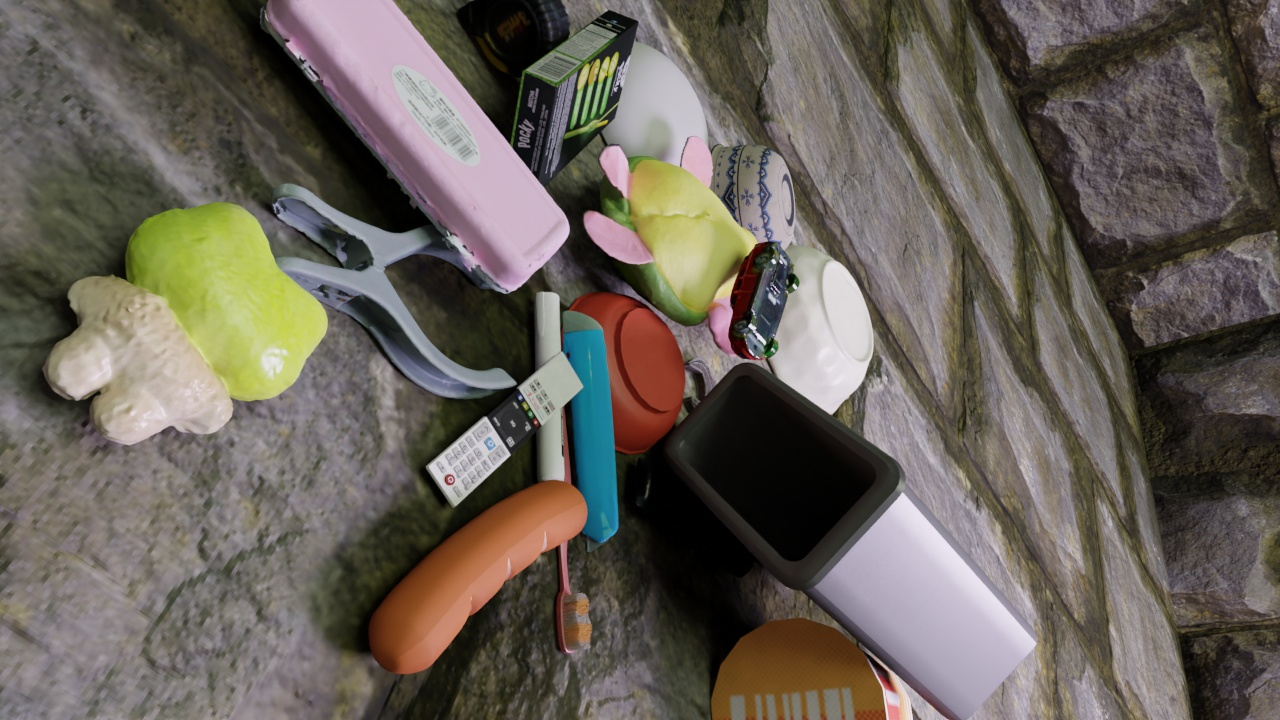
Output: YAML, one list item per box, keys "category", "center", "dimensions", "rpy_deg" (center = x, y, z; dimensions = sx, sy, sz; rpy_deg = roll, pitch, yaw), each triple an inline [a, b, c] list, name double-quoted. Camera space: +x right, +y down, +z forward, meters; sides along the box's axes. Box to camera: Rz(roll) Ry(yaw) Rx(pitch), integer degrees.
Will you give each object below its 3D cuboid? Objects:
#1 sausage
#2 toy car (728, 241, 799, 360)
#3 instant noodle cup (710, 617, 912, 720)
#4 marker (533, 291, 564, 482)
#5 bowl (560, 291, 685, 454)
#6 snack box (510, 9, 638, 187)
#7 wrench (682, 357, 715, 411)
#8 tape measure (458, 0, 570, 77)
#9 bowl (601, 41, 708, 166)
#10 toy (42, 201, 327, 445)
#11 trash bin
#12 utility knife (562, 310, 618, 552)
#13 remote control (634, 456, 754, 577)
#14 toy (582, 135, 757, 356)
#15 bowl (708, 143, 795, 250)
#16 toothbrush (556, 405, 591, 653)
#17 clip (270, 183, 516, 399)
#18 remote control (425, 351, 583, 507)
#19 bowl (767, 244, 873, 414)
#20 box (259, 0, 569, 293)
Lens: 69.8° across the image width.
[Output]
- category: "sausage"
  center: [-0.082, 0.107, 0.490]
  dimensions: [0.163, 0.039, 0.044]
  rpy_deg: [-34, 99, -56]
- category: "toy car"
  center: [0.086, -0.043, 0.669]
  dimensions: [0.042, 0.036, 0.091]
  rpy_deg: [40, 56, -42]
- category: "instant noodle cup"
  center: [0.134, 0.256, 0.663]
  dimensions: [0.121, 0.124, 0.123]
  rpy_deg: [32, 49, -53]
- category: "marker"
  center: [-0.059, 0.018, 0.586]
  dimensions: [0.020, 0.017, 0.133]
  rpy_deg: [46, 37, -62]
- category: "bowl"
  center: [-0.004, 0.004, 0.657]
  dimensions: [0.122, 0.035, 0.121]
  rpy_deg: [29, 51, -45]
- category: "snack box"
  center: [-0.047, -0.187, 0.652]
  dimensions: [0.025, 0.080, 0.147]
  rpy_deg: [24, 40, 7]
- category: "wrench"
  center: [0.116, 0.090, 0.808]
  dimensions: [0.273, 0.010, 0.069]
  rpy_deg: [44, 42, -34]
- category: "tape measure"
  center: [-0.080, -0.231, 0.634]
  dimensions: [0.062, 0.067, 0.038]
  rpy_deg: [61, 35, -15]
- category: "bowl"
  center: [0.019, -0.212, 0.789]
  dimensions: [0.149, 0.043, 0.149]
  rpy_deg: [29, 51, -45]
- category: "toy"
  center: [-0.192, -0.014, 0.390]
  dimensions: [0.092, 0.046, 0.115]
  rpy_deg: [57, 43, -19]
- category: "trash bin"
  center: [0.146, 0.127, 0.649]
  dimensions: [0.220, 0.097, 0.192]
  rpy_deg: [44, -1, -33]
- category: "utility knife"
  center: [-0.032, 0.044, 0.597]
  dimensions: [0.015, 0.031, 0.158]
  rpy_deg: [32, 53, -73]
- category: "remote control"
  center: [0.042, 0.118, 0.680]
  dimensions: [0.152, 0.020, 0.041]
  rpy_deg: [40, 43, -41]
- category: "toy"
  center: [0.033, -0.087, 0.708]
  dimensions: [0.238, 0.088, 0.190]
  rpy_deg: [20, 53, -53]
- category: "bowl"
  center: [0.105, -0.142, 0.833]
  dimensions: [0.115, 0.059, 0.115]
  rpy_deg: [-3, 90, -67]
- category: "toothbrush"
  center: [-0.046, 0.087, 0.575]
  dimensions: [0.015, 0.016, 0.184]
  rpy_deg: [28, 51, -54]
- category: "clip"
  center: [-0.127, -0.013, 0.496]
  dimensions: [0.171, 0.029, 0.143]
  rpy_deg: [13, 62, -51]
- category: "remote control"
  center: [-0.078, 0.038, 0.538]
  dimensions: [0.123, 0.012, 0.028]
  rpy_deg: [-44, 110, -43]
- category: "bowl"
  center: [0.184, -0.040, 0.926]
  dimensions: [0.219, 0.060, 0.188]
  rpy_deg: [38, 45, -39]
- category: "box"
  center: [-0.125, -0.127, 0.522]
  dimensions: [0.202, 0.045, 0.086]
  rpy_deg: [50, 35, -14]
